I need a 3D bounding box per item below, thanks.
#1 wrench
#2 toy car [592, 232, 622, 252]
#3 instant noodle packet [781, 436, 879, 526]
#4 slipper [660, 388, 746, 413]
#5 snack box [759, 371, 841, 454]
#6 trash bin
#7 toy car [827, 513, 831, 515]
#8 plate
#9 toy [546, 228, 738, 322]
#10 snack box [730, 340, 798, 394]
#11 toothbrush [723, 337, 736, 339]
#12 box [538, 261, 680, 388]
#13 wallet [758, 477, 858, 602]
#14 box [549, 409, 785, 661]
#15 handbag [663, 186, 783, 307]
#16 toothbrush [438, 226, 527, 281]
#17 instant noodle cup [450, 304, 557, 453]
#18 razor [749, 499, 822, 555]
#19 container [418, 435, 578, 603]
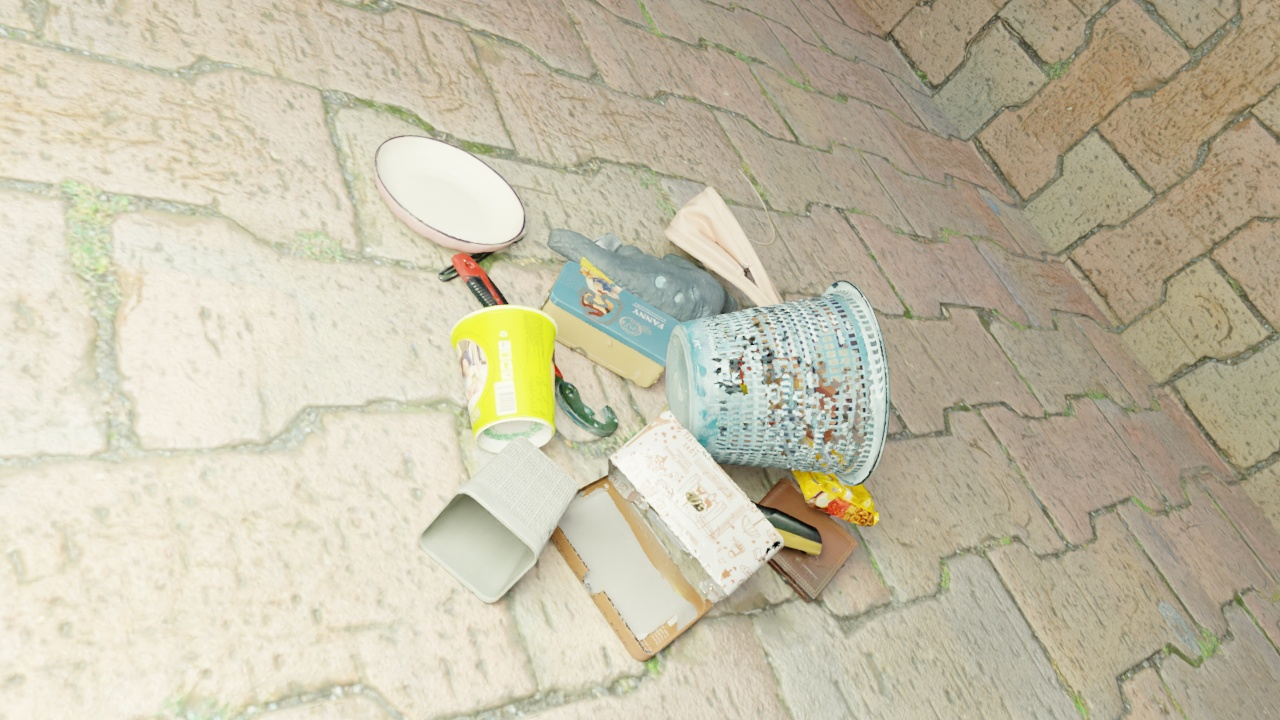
[{"bbox_3d":[-0.124,-0.018,1.045,0.273,0.016,0.056,49,35,3],"label":"wrench"},{"bbox_3d":[-0.054,-0.144,1.237,0.043,0.034,0.090,46,36,-3],"label":"toy car"},{"bbox_3d":[0.223,0.140,1.112,0.110,0.044,0.128,29,21,-24],"label":"instant noodle packet"},{"bbox_3d":[0.094,0.058,1.134,0.091,0.082,0.190,45,32,6],"label":"slipper"},{"bbox_3d":[0.198,0.073,1.196,0.094,0.093,0.076,27,38,-8],"label":"snack box"},{"bbox_3d":[0.134,0.029,1.000,0.195,0.227,0.226,-3,49,-8],"label":"trash bin"},{"bbox_3d":[0.206,0.184,1.150,0.105,0.031,0.049,-18,68,-35],"label":"toy car"},{"bbox_3d":[-0.231,-0.193,1.098,0.192,0.039,0.192,25,36,-20],"label":"plate"},{"bbox_3d":[0.035,-0.090,1.220,0.355,0.092,0.138,14,31,-44],"label":"toy"},{"bbox_3d":[0.183,0.015,1.264,0.091,0.080,0.081,43,34,0],"label":"snack box"},{"bbox_3d":[0.132,-0.035,1.324,0.188,0.014,0.016,-8,52,-48],"label":"toothbrush"},{"bbox_3d":[-0.033,-0.040,1.108,0.184,0.061,0.089,26,40,-9],"label":"box"},{"bbox_3d":[0.184,0.210,1.085,0.124,0.032,0.101,44,56,6],"label":"wallet"},{"bbox_3d":[0.009,0.179,0.911,0.177,0.153,0.182,-38,76,-15],"label":"box"},{"bbox_3d":[0.143,-0.132,1.319,0.234,0.093,0.193,48,9,2],"label":"handbag"},{"bbox_3d":[-0.187,-0.129,1.105,0.015,0.018,0.180,51,36,-3],"label":"toothbrush"},{"bbox_3d":[-0.133,0.025,0.929,0.111,0.112,0.123,13,54,-36],"label":"instant noodle cup"},{"bbox_3d":[0.129,0.187,1.035,0.167,0.062,0.067,20,82,-14],"label":"razor"},{"bbox_3d":[-0.122,0.138,0.829,0.090,0.090,0.114,42,32,-2],"label":"container"}]
